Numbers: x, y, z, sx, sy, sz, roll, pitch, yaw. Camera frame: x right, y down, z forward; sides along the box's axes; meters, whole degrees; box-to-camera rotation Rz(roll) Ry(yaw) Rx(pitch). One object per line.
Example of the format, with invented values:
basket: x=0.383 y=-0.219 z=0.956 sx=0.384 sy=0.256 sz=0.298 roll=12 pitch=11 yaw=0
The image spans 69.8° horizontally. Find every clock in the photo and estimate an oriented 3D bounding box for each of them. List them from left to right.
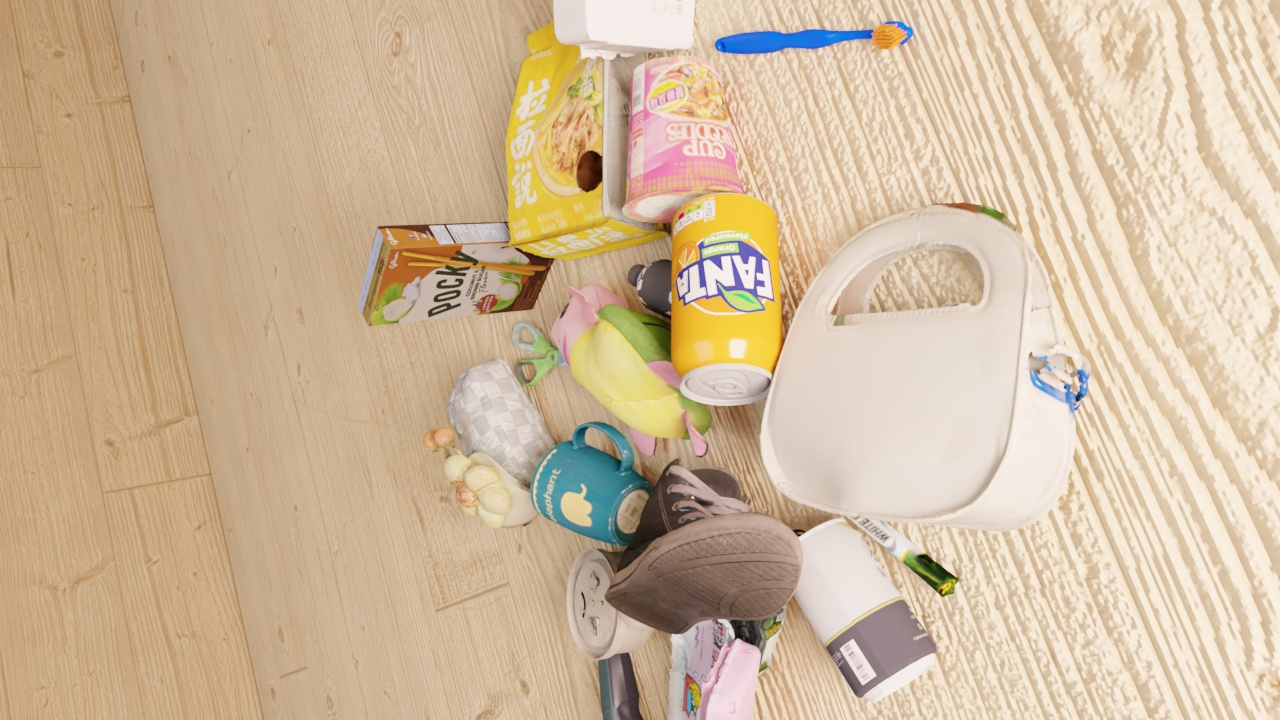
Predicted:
clock: x=-0.012 y=0.228 z=0.870 sx=0.157 sy=0.061 sz=0.103 roll=-26 pitch=64 yaw=55

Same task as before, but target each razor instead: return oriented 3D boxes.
razor: x=-0.017 y=0.343 z=0.919 sx=0.047 sy=0.052 sz=0.142 roll=-35 pitch=59 yaw=48

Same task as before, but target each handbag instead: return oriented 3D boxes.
handbag: x=-0.164 y=0.092 z=0.991 sx=0.171 sy=0.123 sz=0.113 roll=60 pitch=145 yaw=17
handbag: x=0.174 y=0.004 z=0.573 sx=0.201 sy=0.093 sz=0.199 roll=1 pitch=78 yaw=53

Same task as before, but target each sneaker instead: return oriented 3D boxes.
sneaker: x=0.055 y=0.125 z=0.680 sx=0.095 sy=0.119 sz=0.235 roll=28 pitch=152 yaw=-3

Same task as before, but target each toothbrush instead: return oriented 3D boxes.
toothbrush: x=0.113 y=-0.225 z=0.647 sx=0.183 sy=0.018 sz=0.016 roll=19 pitch=137 yaw=49

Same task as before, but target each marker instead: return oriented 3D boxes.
marker: x=0.163 y=0.115 z=0.652 sx=0.146 sy=0.017 sz=0.017 roll=40 pitch=127 yaw=42

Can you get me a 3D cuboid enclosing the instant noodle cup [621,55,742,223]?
instant noodle cup: x=0.031 y=-0.171 z=0.712 sx=0.098 sy=0.097 sz=0.108 roll=-11 pitch=81 yaw=53

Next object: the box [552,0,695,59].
box: x=-0.018 y=-0.294 z=0.734 sx=0.076 sy=0.107 sz=0.102 roll=21 pitch=114 yaw=53

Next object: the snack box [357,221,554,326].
snack box: x=-0.179 y=-0.089 z=0.921 sx=0.031 sy=0.185 sz=0.101 roll=57 pitch=137 yaw=29

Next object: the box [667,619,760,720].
box: x=0.064 y=0.301 z=0.775 sx=0.149 sy=0.073 sz=0.202 roll=-98 pitch=8 yaw=-58

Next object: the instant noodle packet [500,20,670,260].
instant noodle packet: x=-0.057 y=-0.213 z=0.835 sx=0.163 sy=0.084 sz=0.221 roll=-5 pitch=87 yaw=51

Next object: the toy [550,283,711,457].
toy: x=-0.005 y=0.005 z=0.788 sx=0.238 sy=0.087 sz=0.190 roll=34 pitch=156 yaw=55

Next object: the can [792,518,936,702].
can: x=0.147 y=0.168 z=0.644 sx=0.127 sy=0.064 sz=0.064 roll=58 pitch=138 yaw=27

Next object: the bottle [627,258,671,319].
bottle: x=0.029 y=-0.058 z=0.769 sx=0.112 sy=0.046 sz=0.047 roll=27 pitch=118 yaw=47

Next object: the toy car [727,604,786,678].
toy car: x=0.094 y=0.216 z=0.751 sx=0.048 sy=0.033 sz=0.106 roll=42 pitch=139 yaw=36

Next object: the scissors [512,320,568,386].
scissors: x=-0.087 y=0.004 z=0.964 sx=0.176 sy=0.032 sz=0.078 roll=15 pitch=106 yaw=55

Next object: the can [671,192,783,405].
can: x=0.062 y=-0.045 z=0.665 sx=0.079 sy=0.079 sz=0.142 roll=-33 pitch=49 yaw=51

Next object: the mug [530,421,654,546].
mug: x=-0.038 y=0.114 z=0.865 sx=0.104 sy=0.084 sz=0.112 roll=19 pitch=109 yaw=43
